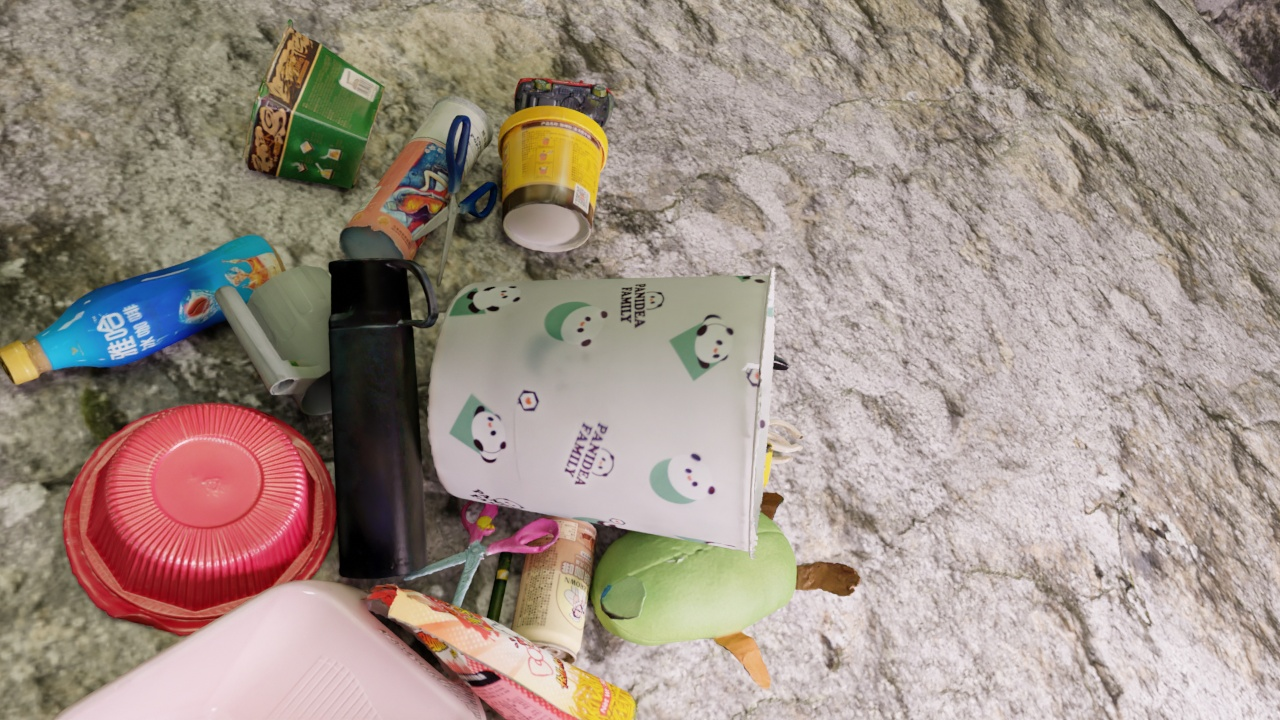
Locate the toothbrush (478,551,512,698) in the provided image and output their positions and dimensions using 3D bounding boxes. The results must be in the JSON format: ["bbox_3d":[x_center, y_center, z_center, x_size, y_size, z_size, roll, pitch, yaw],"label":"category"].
[{"bbox_3d":[-0.122,0.241,0.739,0.017,0.012,0.185,22,52,-20],"label":"toothbrush"}]

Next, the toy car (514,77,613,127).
[{"bbox_3d":[-0.091,-0.308,1.090,0.120,0.053,0.045,3,33,-20],"label":"toy car"}]

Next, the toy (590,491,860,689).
[{"bbox_3d":[0.061,0.185,0.812,0.246,0.090,0.227,-8,43,-30],"label":"toy"}]

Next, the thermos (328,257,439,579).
[{"bbox_3d":[-0.197,0.043,0.713,0.068,0.090,0.242,-7,95,-65],"label":"thermos"}]

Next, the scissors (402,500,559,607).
[{"bbox_3d":[-0.126,0.154,0.752,0.134,0.017,0.133,-5,30,9],"label":"scissors"}]

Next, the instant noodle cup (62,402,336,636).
[{"bbox_3d":[-0.327,0.105,0.694,0.193,0.066,0.193,13,56,-19],"label":"instant noodle cup"}]

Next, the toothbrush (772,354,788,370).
[{"bbox_3d":[0.079,-0.019,1.009,0.189,0.014,0.016,16,46,-16],"label":"toothbrush"}]

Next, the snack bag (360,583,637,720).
[{"bbox_3d":[-0.106,0.224,0.671,0.208,0.129,0.073,39,69,-16],"label":"snack bag"}]

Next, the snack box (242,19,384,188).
[{"bbox_3d":[-0.315,-0.239,0.897,0.105,0.118,0.118,18,56,-21],"label":"snack box"}]

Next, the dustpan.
[{"bbox_3d":[-0.199,0.232,0.586,0.222,0.274,0.138,41,75,0],"label":"dustpan"}]

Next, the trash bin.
[{"bbox_3d":[-0.022,0.033,0.753,0.252,0.230,0.229,4,53,9],"label":"trash bin"}]

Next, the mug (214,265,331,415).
[{"bbox_3d":[-0.286,-0.018,0.769,0.103,0.084,0.123,53,17,15],"label":"mug"}]

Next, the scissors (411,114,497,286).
[{"bbox_3d":[-0.184,-0.162,0.919,0.012,0.162,0.175,11,22,15],"label":"scissors"}]

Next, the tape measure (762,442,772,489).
[{"bbox_3d":[0.105,0.098,0.915,0.057,0.060,0.028,20,43,23],"label":"tape measure"}]

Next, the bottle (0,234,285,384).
[{"bbox_3d":[-0.402,-0.040,0.752,0.218,0.065,0.065,-31,76,-37],"label":"bottle"}]

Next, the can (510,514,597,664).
[{"bbox_3d":[-0.072,0.190,0.767,0.058,0.059,0.116,19,53,-14],"label":"can"}]

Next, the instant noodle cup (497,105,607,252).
[{"bbox_3d":[-0.095,-0.187,0.972,0.118,0.119,0.114,11,62,-20],"label":"instant noodle cup"}]

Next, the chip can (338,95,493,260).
[{"bbox_3d":[-0.223,-0.178,0.928,0.071,0.071,0.214,28,52,-8],"label":"chip can"}]

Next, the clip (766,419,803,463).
[{"bbox_3d":[0.118,0.077,0.955,0.100,0.035,0.070,16,54,-6],"label":"clip"}]
